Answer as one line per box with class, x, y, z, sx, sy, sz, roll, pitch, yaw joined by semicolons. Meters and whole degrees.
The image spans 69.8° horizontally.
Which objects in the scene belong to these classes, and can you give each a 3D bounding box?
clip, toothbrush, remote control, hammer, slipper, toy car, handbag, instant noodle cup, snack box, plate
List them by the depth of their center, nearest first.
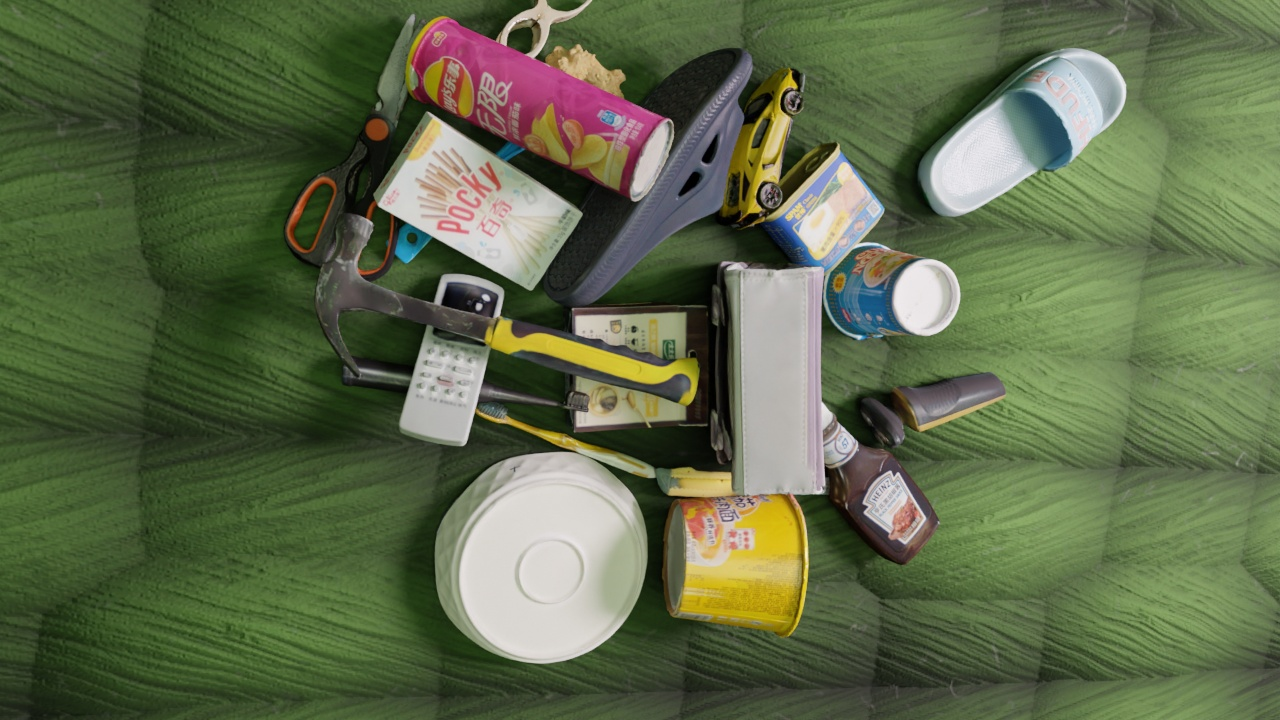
hammer;-0.106;-0.016;0.763;0.323;0.032;0.126;16;79;-13
snack box;-0.134;-0.130;0.773;0.156;0.027;0.085;28;103;-34
remote control;-0.159;-0.003;0.780;0.058;0.021;0.149;13;69;-6
clip;-0.089;-0.291;0.790;0.071;0.035;0.100;39;77;-17
toothbrush;-0.149;0.024;0.797;0.212;0.026;0.027;8;102;-6
slipper;0.017;-0.151;0.812;0.083;0.111;0.268;33;94;-35
handbag;0.113;0.009;0.834;0.098;0.145;0.197;-1;98;5
toy car;0.108;-0.195;0.841;0.041;0.071;0.156;15;91;-22
snack box;-0.005;0.005;0.844;0.125;0.053;0.113;-3;99;-16
plate;-0.086;0.189;0.851;0.204;0.045;0.205;-3;99;-17
toothbrush;-0.064;0.074;0.854;0.191;0.016;0.018;22;136;-18
instant noodle cup;0.083;0.187;0.861;0.109;0.138;0.138;4;96;-8
instant noodle cup;0.245;-0.063;0.879;0.099;0.110;0.099;-2;98;-17
slipper;0.387;-0.230;0.917;0.245;0.074;0.104;-34;105;-8

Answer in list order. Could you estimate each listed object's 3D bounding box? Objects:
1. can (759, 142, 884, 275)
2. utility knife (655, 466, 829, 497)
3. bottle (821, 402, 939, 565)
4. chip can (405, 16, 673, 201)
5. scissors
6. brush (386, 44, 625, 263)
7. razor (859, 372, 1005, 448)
can;0.170;-0.142;0.874;0.102;0.057;0.083;-46;110;-6
utility knife;0.110;0.123;0.916;0.210;0.022;0.031;4;103;-26
bottle;0.225;0.120;0.934;0.079;0.044;0.195;-45;106;-13
chip can;-0.080;-0.202;0.733;0.210;0.071;0.071;27;89;12
scissors;-0.210;-0.173;0.770;0.142;0.022;0.235;41;88;-6
brush;-0.117;-0.177;0.797;0.254;0.046;0.083;-42;111;-3
razor;0.306;0.047;0.949;0.167;0.062;0.068;-14;132;-20
